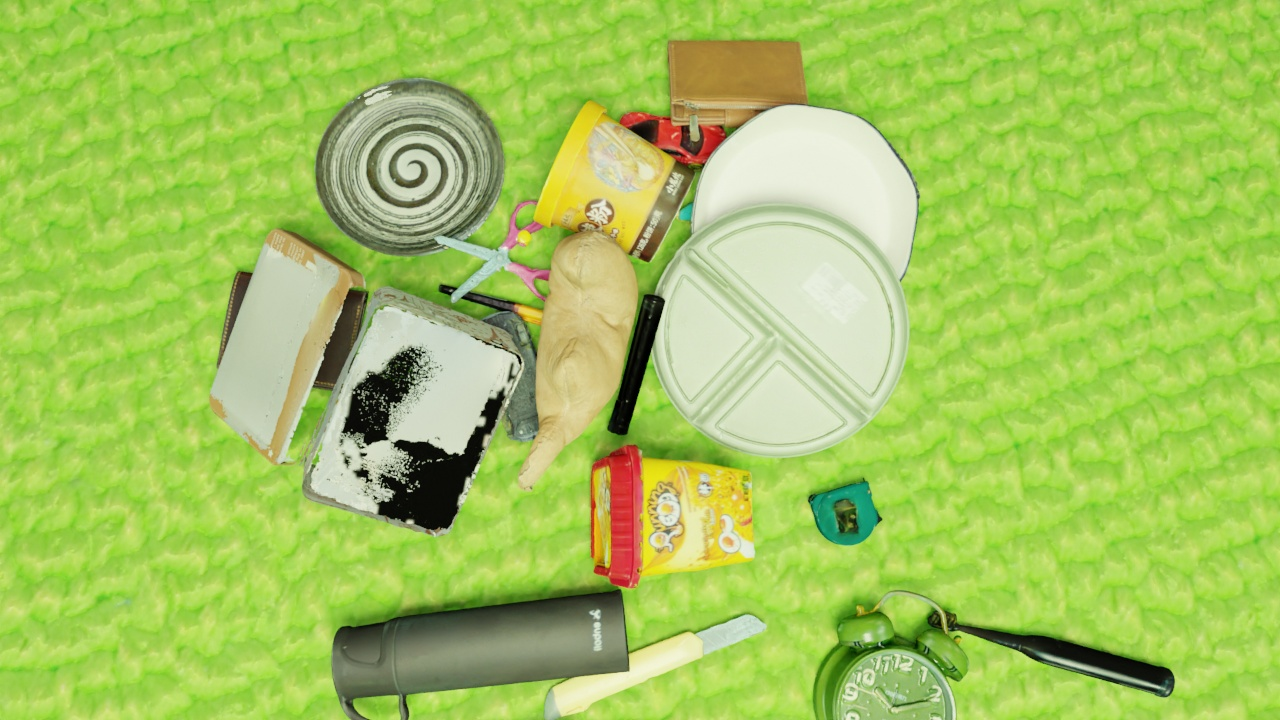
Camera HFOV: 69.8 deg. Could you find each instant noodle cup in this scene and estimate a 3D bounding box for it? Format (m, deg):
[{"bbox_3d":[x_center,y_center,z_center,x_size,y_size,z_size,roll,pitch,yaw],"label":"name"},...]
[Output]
[{"bbox_3d":[-0.021,-0.154,0.829,0.114,0.118,0.118,27,80,-5],"label":"instant noodle cup"},{"bbox_3d":[0.026,0.133,0.782,0.123,0.116,0.116,2,79,-12],"label":"instant noodle cup"}]

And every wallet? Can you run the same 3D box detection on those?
[{"bbox_3d":[0.092,-0.261,0.873,0.130,0.035,0.118,1,61,-1],"label":"wallet"},{"bbox_3d":[-0.321,-0.027,0.846,0.122,0.020,0.096,10,85,0],"label":"wallet"}]

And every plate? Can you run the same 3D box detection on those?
[{"bbox_3d":[0.120,-0.022,0.807,0.230,0.027,0.230,1,101,7],"label":"plate"},{"bbox_3d":[-0.217,-0.181,0.873,0.179,0.024,0.179,0,78,0],"label":"plate"},{"bbox_3d":[0.147,-0.126,0.838,0.205,0.045,0.205,0,94,-2],"label":"plate"}]

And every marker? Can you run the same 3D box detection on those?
[{"bbox_3d":[-0.129,-0.050,0.853,0.124,0.018,0.015,16,87,3],"label":"marker"},{"bbox_3d":[-0.005,0.005,0.814,0.020,0.022,0.132,33,115,41],"label":"marker"}]

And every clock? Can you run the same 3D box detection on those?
[{"bbox_3d":[0.214,0.277,0.781,0.116,0.056,0.161,17,80,1],"label":"clock"}]

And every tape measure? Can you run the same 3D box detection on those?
[{"bbox_3d":[0.184,0.138,0.821,0.058,0.025,0.054,-16,80,-3],"label":"tape measure"}]

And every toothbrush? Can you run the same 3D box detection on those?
[{"bbox_3d":[0.356,0.253,0.803,0.212,0.027,0.026,16,42,2],"label":"toothbrush"}]

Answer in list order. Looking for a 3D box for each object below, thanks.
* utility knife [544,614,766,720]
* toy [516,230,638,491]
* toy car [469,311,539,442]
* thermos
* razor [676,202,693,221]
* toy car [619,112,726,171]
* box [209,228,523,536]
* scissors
[{"bbox_3d":[0.011,0.264,0.799,0.208,0.021,0.031,-22,82,2],"label":"utility knife"},{"bbox_3d":[-0.054,0.002,0.780,0.082,0.143,0.226,9,83,13],"label":"toy"},{"bbox_3d":[-0.114,0.014,0.834,0.054,0.037,0.120,-22,91,0],"label":"toy car"},{"bbox_3d":[-0.131,0.253,0.776,0.242,0.068,0.090,-7,79,-1],"label":"thermos"},{"bbox_3d":[0.096,-0.157,0.870,0.132,0.028,0.043,-20,98,-2],"label":"razor"},{"bbox_3d":[0.031,-0.211,0.879,0.106,0.031,0.049,6,81,-2],"label":"toy car"},{"bbox_3d":[-0.242,0.017,0.770,0.271,0.132,0.179,25,98,7],"label":"box"},{"bbox_3d":[-0.122,-0.091,0.850,0.131,0.017,0.133,46,66,-5],"label":"scissors"}]
